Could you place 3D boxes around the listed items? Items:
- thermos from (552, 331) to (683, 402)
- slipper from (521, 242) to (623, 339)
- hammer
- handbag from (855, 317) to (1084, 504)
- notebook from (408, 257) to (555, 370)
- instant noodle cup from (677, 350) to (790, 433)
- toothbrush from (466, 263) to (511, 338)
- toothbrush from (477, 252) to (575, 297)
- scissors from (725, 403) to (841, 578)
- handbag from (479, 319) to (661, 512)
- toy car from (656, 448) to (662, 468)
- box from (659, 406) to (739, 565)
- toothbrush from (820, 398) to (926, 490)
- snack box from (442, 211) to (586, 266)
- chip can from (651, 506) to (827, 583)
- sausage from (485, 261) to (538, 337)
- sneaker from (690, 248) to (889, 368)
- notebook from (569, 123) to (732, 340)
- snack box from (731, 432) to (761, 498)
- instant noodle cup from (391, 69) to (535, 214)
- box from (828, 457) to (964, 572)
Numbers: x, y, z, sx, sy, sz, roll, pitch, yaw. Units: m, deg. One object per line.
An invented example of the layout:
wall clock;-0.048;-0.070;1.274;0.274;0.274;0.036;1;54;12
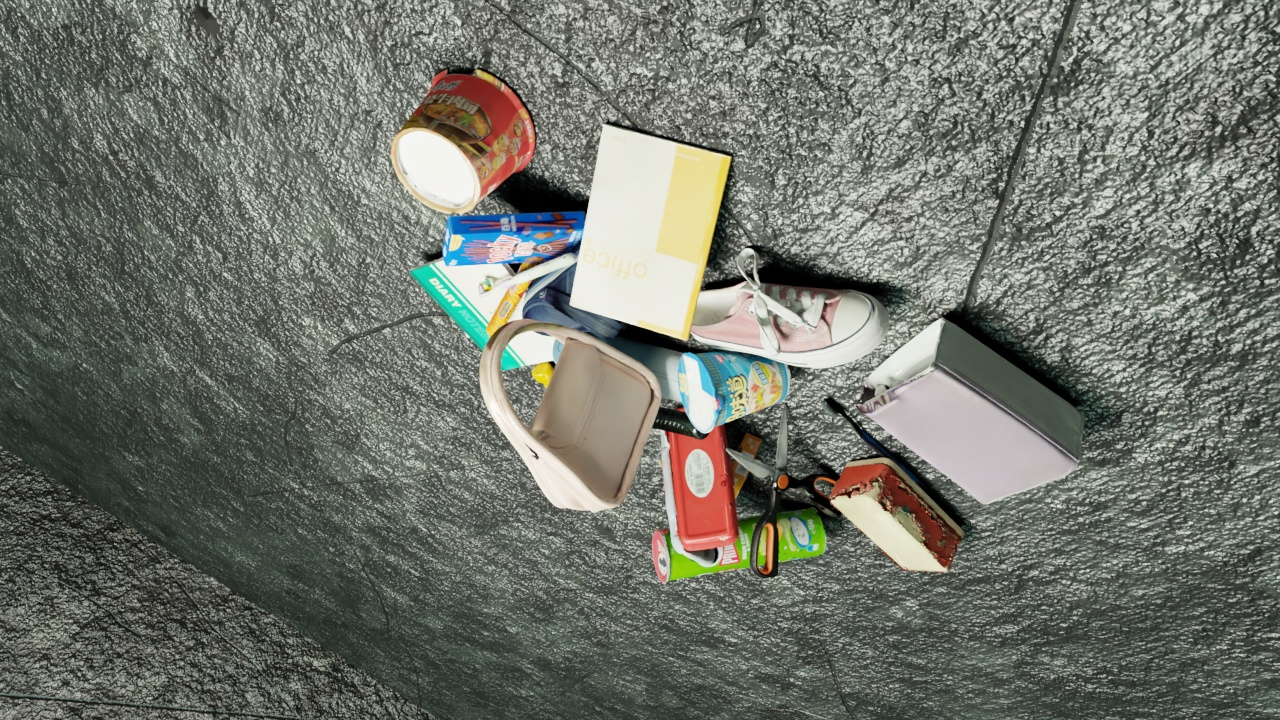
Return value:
thermos;-0.007;0.007;1.190;0.221;0.070;0.070;14;139;17
slipper;-0.060;-0.073;1.099;0.105;0.095;0.254;28;148;-36
hammer;-0.023;0.067;1.235;0.301;0.032;0.129;9;144;47
handbag;0.356;0.059;1.002;0.197;0.098;0.145;34;139;-8
notebook;-0.197;-0.066;1.248;0.151;0.012;0.209;-11;132;34
instant noodle cup;0.114;0.027;1.092;0.099;0.109;0.099;167;90;-69
toothbrush;-0.210;-0.081;1.260;0.017;0.016;0.188;25;141;-11
toothbrush;-0.140;-0.105;1.117;0.020;0.029;0.190;36;150;-33
scissors;0.183;0.173;1.188;0.233;0.220;0.022;24;170;-33
handbag;-0.091;0.048;1.061;0.094;0.192;0.234;-11;139;39
toy car;0.069;0.160;1.336;0.105;0.031;0.049;45;138;-13
box;0.079;0.164;1.212;0.095;0.201;0.100;-11;147;9
toothbrush;0.295;0.108;1.159;0.189;0.014;0.016;40;141;-14
snack box;-0.146;-0.140;1.062;0.157;0.026;0.085;-5;163;-18
chip can;0.137;0.252;1.266;0.235;0.072;0.072;-6;143;-15
sausage;-0.167;-0.079;1.186;0.021;0.021;0.166;33;134;-5
sneaker;0.147;-0.053;1.008;0.241;0.118;0.088;6;156;33
notebook;0.007;-0.137;0.996;0.146;0.010;0.206;18;111;13
snack box;0.128;0.173;1.280;0.026;0.075;0.154;24;141;8
instant noodle cup;-0.200;-0.234;1.013;0.138;0.108;0.138;17;140;15
box;0.329;0.208;1.184;0.168;0.077;0.091;42;152;-16
